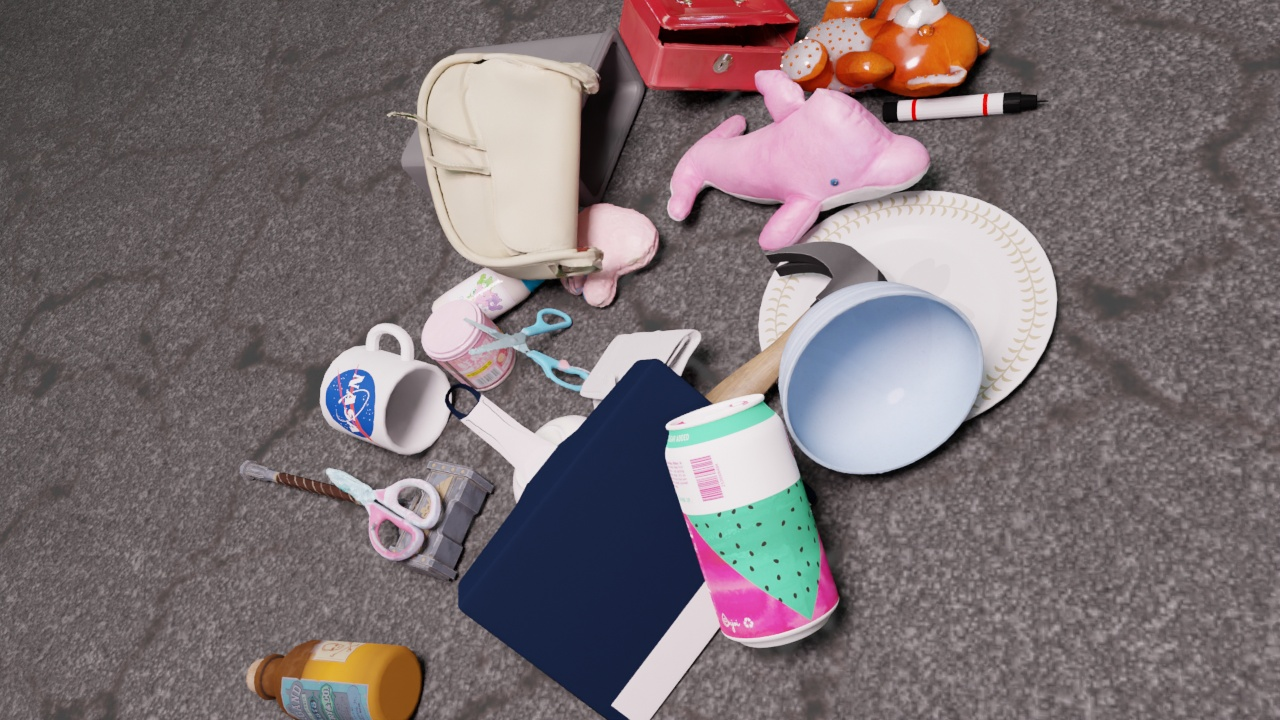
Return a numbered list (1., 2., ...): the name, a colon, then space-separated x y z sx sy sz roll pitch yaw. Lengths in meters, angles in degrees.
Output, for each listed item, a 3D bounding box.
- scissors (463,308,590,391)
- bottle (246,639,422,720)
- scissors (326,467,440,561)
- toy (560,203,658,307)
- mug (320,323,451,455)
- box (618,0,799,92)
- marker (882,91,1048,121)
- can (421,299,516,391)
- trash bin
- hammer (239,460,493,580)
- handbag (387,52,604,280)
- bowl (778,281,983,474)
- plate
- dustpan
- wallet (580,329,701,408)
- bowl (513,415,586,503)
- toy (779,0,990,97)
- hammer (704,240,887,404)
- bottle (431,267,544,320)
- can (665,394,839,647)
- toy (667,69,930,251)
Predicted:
1. scissors: -0.103 -0.022 0.884 0.015 0.136 0.125 -52 14 37
2. bottle: -0.270 0.275 0.787 0.157 0.068 0.067 -4 59 24
3. scissors: -0.246 0.127 0.851 0.174 0.017 0.076 19 75 42
4. toy: -0.036 -0.107 0.924 0.108 0.053 0.105 29 87 36
5. mug: -0.250 0.024 0.907 0.090 0.090 0.121 14 103 32
6. box: 0.069 -0.352 0.956 0.158 0.087 0.129 -6 51 -19
7. marker: 0.301 -0.237 0.856 0.146 0.019 0.019 3 62 28
8. can: -0.170 -0.015 0.912 0.067 0.076 0.067 -12 56 19
9. trash bin: -0.132 -0.268 1.039 0.220 0.097 0.191 5 63 30
10. hammer: -0.295 0.132 0.909 0.323 0.044 0.098 7 64 32
11. handbag: -0.130 -0.191 0.874 0.184 0.131 0.229 -4 83 23
12. bowl: 0.167 0.003 0.684 0.150 0.150 0.074 -31 30 6
13. plate: 0.220 -0.043 0.778 0.243 0.016 0.242 -12 56 19
14. dustpan: -0.043 0.110 0.723 0.236 0.273 0.080 -51 10 -7
15. wallet: -0.005 0.005 0.822 0.116 0.032 0.086 -9 46 53
16. bowl: -0.069 0.093 0.792 0.105 0.054 0.104 -29 40 28
17. toy: 0.236 -0.302 0.880 0.173 0.093 0.163 14 45 28
18. hammer: 0.079 0.025 0.776 0.305 0.040 0.132 -43 54 4
19. bottle: -0.146 -0.077 0.955 0.146 0.051 0.051 -32 52 5
20. can: 0.078 0.114 0.660 0.088 0.088 0.166 -17 92 15
21. toy: 0.133 -0.202 0.847 0.266 0.128 0.186 8 54 43
